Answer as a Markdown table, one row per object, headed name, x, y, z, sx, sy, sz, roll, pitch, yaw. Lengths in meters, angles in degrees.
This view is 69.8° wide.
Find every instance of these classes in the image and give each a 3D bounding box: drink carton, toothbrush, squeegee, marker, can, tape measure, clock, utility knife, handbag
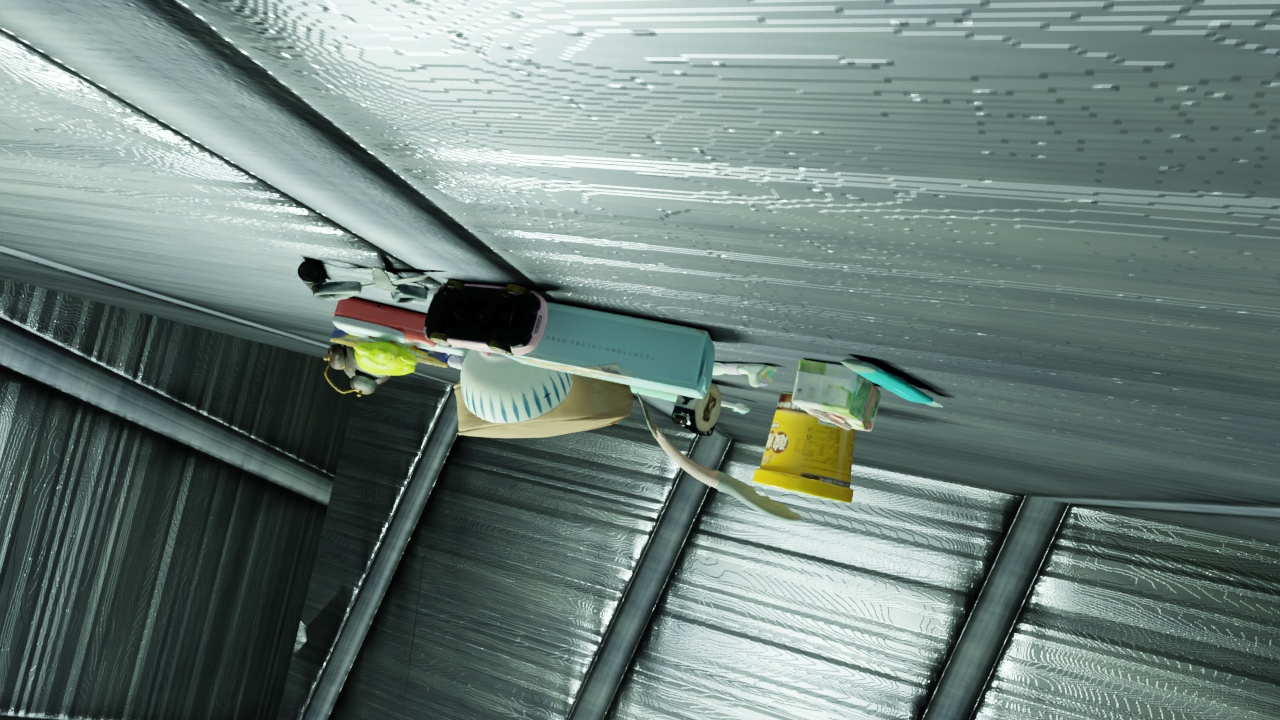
| name | x | y | z | sx | sy | sz | roll | pitch | yaw |
| --- | --- | --- | --- | --- | --- | --- | --- | --- | --- |
| drink carton | 0.176 | 0.034 | 0.817 | 0.054 | 0.045 | 0.122 | 10 | 174 | 25 |
| toothbrush | 0.072 | 0.011 | 0.943 | 0.190 | 0.029 | 0.020 | 4 | 129 | 60 |
| toothbrush | 0.054 | 0.046 | 1.292 | 0.224 | 0.026 | 0.027 | 13 | 153 | -18 |
| squeegee | 0.091 | 0.137 | 1.135 | 0.249 | 0.040 | 0.247 | 35 | -178 | -5 |
| toothbrush | -0.206 | 0.008 | 1.089 | 0.021 | 0.029 | 0.189 | 49 | 177 | 2 |
| marker | -0.305 | -0.074 | 0.859 | 0.020 | 0.022 | 0.132 | -20 | -177 | -15 |
| can | -0.312 | -0.031 | 1.161 | 0.148 | 0.049 | 0.075 | 14 | 174 | -20 |
| tape measure | 0.073 | 0.057 | 1.153 | 0.034 | 0.066 | 0.065 | 12 | 170 | 34 |
| clock | -0.361 | -0.004 | 1.210 | 0.082 | 0.121 | 0.055 | 48 | 140 | -6 |
| utility knife | 0.217 | 0.021 | 0.769 | 0.029 | 0.013 | 0.186 | 10 | 173 | 38 |
| handbag | -0.109 | 0.039 | 1.069 | 0.205 | 0.099 | 0.147 | -5 | 175 | 15 |

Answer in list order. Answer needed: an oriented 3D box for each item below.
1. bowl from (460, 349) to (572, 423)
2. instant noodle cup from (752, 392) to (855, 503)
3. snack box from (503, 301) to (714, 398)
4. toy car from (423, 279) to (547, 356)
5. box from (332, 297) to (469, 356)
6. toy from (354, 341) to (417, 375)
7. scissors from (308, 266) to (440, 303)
| name | x | y | z | sx | sy | sz | roll | pitch | yaw |
| --- | --- | --- | --- | --- | --- | --- | --- | --- | --- |
| bowl | -0.133 | 0.004 | 0.952 | 0.116 | 0.116 | 0.066 | 9 | 130 | 22 |
| instant noodle cup | 0.203 | 0.103 | 1.095 | 0.118 | 0.114 | 0.118 | 12 | 175 | 1 |
| snack box | -0.027 | -0.010 | 0.767 | 0.175 | 0.051 | 0.074 | 11 | 174 | 10 |
| toy car | -0.121 | -0.033 | 0.726 | 0.123 | 0.056 | 0.037 | 8 | 167 | 37 |
| box | -0.261 | -0.030 | 1.089 | 0.201 | 0.047 | 0.087 | 13 | 175 | -15 |
| toy | -0.304 | -0.003 | 1.088 | 0.100 | 0.031 | 0.096 | -6 | 160 | 43 |
| scissors | -0.217 | -0.064 | 0.775 | 0.159 | 0.014 | 0.177 | -2 | 176 | 13 |
